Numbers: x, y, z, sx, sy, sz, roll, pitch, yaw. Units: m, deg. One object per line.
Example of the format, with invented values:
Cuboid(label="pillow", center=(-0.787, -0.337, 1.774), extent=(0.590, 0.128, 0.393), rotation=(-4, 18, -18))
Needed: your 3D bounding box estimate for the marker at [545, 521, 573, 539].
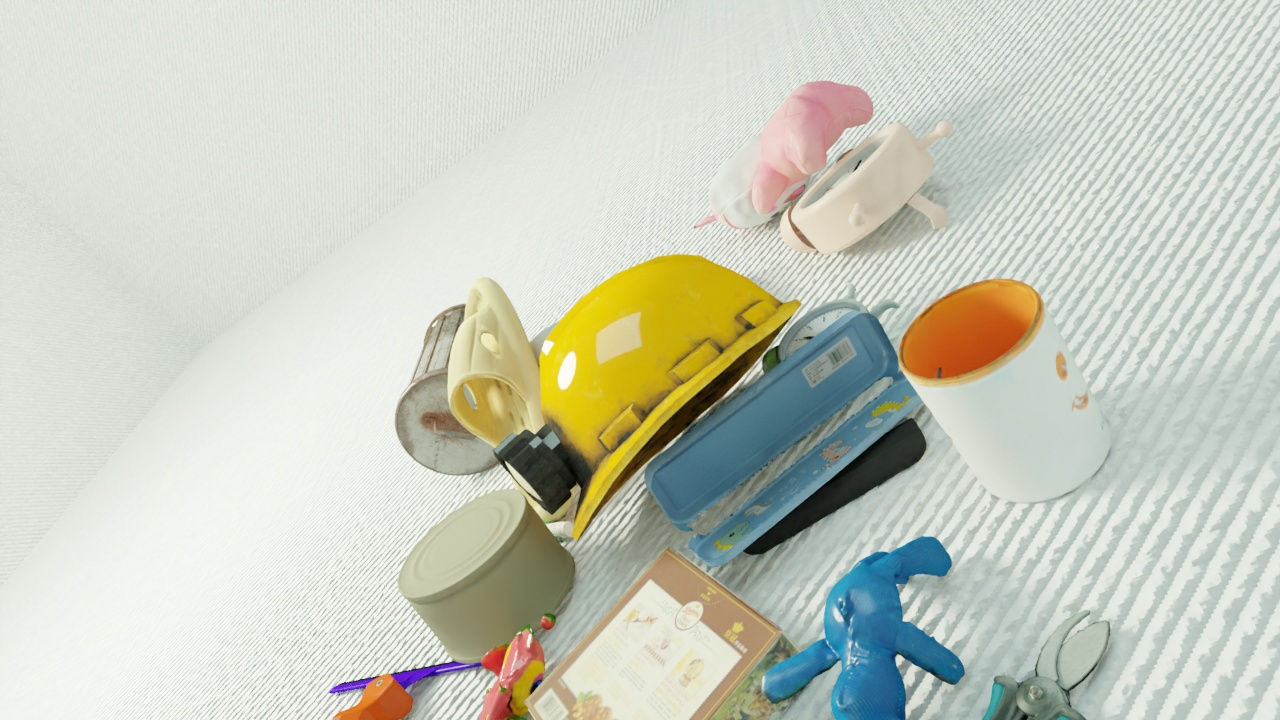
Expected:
Cuboid(label="marker", center=(-0.114, 0.162, 0.845), extent=(0.146, 0.017, 0.017), rotation=(-17, 34, 41))

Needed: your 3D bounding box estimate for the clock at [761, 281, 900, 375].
Cuboid(label="clock", center=(0.146, -0.003, 0.724), extent=(0.119, 0.042, 0.094), rotation=(-40, 24, -1))

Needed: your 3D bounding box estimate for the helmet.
Cuboid(label="helmet", center=(-0.004, 0.004, 0.722), extent=(0.255, 0.131, 0.205), rotation=(-43, -9, -16))

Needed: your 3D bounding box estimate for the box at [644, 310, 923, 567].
Cuboid(label="box", center=(0.108, 0.054, 0.634), extent=(0.210, 0.072, 0.079), rotation=(-36, 23, -7))

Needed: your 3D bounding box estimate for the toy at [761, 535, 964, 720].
Cuboid(label="toy", center=(0.125, 0.155, 0.469), extent=(0.113, 0.071, 0.175), rotation=(-32, 24, 43))

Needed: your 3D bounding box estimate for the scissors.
Cuboid(label="scissors", center=(0.170, 0.180, 0.419), extent=(0.131, 0.019, 0.149), rotation=(-26, 27, 23))

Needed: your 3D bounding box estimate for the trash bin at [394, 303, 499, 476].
Cuboid(label="trash bin", center=(-0.202, 0.031, 1.054), extent=(0.131, 0.131, 0.210), rotation=(-34, 24, 12))

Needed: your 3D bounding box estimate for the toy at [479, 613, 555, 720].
Cuboid(label="toy", center=(-0.091, 0.235, 0.655), extent=(0.084, 0.046, 0.103), rotation=(-45, 27, 36))

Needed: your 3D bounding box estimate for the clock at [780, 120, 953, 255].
Cuboid(label="clock", center=(0.211, -0.152, 0.857), extent=(0.131, 0.086, 0.161), rotation=(-45, 16, -11))

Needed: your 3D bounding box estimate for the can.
Cuboid(label="can", center=(-0.127, 0.174, 0.755), extent=(0.128, 0.073, 0.127), rotation=(-28, 21, 11))

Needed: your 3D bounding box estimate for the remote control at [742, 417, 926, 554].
Cuboid(label="remote control", center=(0.129, 0.088, 0.631), extent=(0.147, 0.015, 0.033), rotation=(-34, 26, 13))

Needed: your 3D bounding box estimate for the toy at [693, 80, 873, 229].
Cuboid(label="toy", center=(0.145, -0.210, 0.978), extent=(0.141, 0.084, 0.214), rotation=(-46, 2, -27))

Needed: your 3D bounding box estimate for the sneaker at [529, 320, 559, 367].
Cuboid(label="sneaker", center=(-0.005, -0.021, 0.919), extent=(0.235, 0.087, 0.089), rotation=(-28, -18, -16))

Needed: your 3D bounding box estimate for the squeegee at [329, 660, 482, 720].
Cuboid(label="squeegee", center=(-0.227, 0.304, 0.720), extent=(0.250, 0.055, 0.184), rotation=(-22, 22, 34))

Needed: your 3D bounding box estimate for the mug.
Cuboid(label="mug", center=(0.209, 0.018, 0.527), extent=(0.082, 0.105, 0.082), rotation=(-31, 26, 17))

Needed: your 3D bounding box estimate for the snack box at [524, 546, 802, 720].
Cuboid(label="snack box", center=(0.013, 0.203, 0.571), extent=(0.147, 0.041, 0.143), rotation=(-46, 25, -12))

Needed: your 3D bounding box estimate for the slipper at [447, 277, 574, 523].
Cuboid(label="slipper", center=(-0.140, 0.040, 0.868), extent=(0.261, 0.079, 0.112), rotation=(63, 147, 28))
